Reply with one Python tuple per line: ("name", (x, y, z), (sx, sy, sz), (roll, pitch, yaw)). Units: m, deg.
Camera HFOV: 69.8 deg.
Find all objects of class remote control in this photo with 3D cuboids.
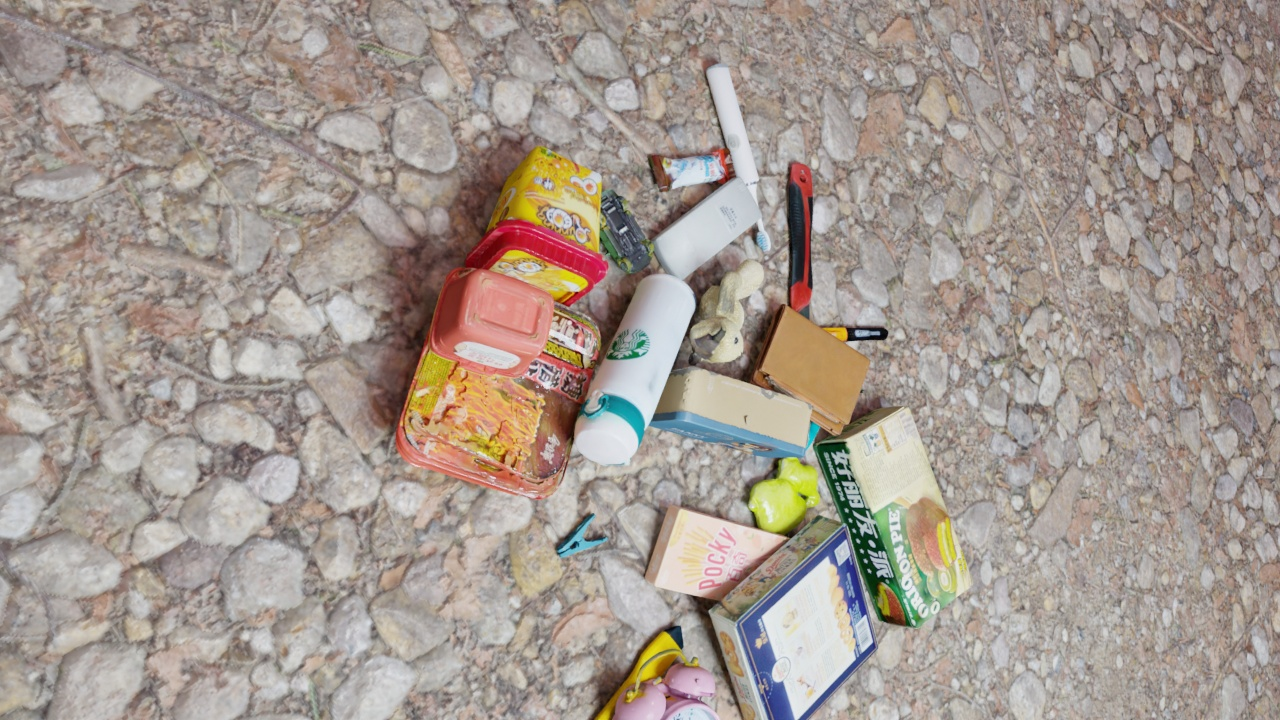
("remote control", (0.074, -0.146, 1.019), (0.135, 0.019, 0.056), (-40, 108, -19))

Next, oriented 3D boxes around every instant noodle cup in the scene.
("instant noodle cup", (-0.093, -0.127, 0.883), (0.116, 0.116, 0.123), (21, 62, -26))
("instant noodle cup", (-0.134, 0.026, 0.850), (0.164, 0.079, 0.188), (24, 71, -25))

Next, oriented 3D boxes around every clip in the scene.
("clip", (-0.060, 0.178, 0.911), (0.054, 0.013, 0.034), (-33, 99, -29))

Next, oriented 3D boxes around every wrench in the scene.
("wrench", (0.188, -0.105, 1.094), (0.056, 0.016, 0.273), (11, 78, -29))

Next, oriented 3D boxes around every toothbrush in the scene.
("toothbrush", (0.117, -0.233, 1.064), (0.026, 0.027, 0.221), (-18, 93, -50))

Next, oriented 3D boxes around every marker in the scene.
("marker", (0.259, -0.032, 1.126), (0.123, 0.015, 0.018), (-2, 88, -32))

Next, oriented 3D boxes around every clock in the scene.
("clock", (0.026, 0.359, 0.896), (0.117, 0.060, 0.158), (-10, 96, -36))

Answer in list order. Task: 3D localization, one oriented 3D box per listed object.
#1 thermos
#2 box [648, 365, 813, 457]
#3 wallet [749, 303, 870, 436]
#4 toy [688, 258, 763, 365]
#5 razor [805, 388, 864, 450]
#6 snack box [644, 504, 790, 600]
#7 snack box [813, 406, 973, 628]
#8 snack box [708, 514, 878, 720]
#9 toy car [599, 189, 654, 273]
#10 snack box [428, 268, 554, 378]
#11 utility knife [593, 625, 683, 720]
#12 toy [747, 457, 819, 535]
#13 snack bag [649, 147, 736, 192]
("thermos", (-0.005, 0.005, 0.887), (0.073, 0.073, 0.223), (43, 42, -18))
("box", (0.089, 0.056, 0.973), (0.184, 0.090, 0.063), (15, 77, -26))
("wallet", (0.196, 0.011, 1.052), (0.131, 0.031, 0.107), (30, 67, -16))
("toy", (0.095, -0.053, 0.986), (0.066, 0.105, 0.156), (35, 44, -3))
("razor", (0.213, 0.066, 1.077), (0.043, 0.028, 0.132), (43, 61, -3))
("snack box", (0.087, 0.212, 0.974), (0.157, 0.026, 0.084), (19, 89, -27))
("snack box", (0.303, 0.184, 1.094), (0.114, 0.063, 0.240), (-25, 96, -30))
("snack box", (0.170, 0.290, 0.984), (0.182, 0.046, 0.178), (-32, 116, -30))
("toy car", (-0.023, -0.133, 0.962), (0.043, 0.036, 0.091), (-39, 102, -30))
("snack box", (-0.123, -0.032, 0.776), (0.091, 0.080, 0.082), (18, 72, -23))
("utility knife", (-0.018, 0.338, 0.911), (0.189, 0.015, 0.033), (-44, 108, -27))
("toy", (0.164, 0.155, 1.035), (0.096, 0.031, 0.100), (30, 69, -26))
("snack bag", (0.060, -0.213, 1.028), (0.104, 0.026, 0.048), (-10, 80, -31))
